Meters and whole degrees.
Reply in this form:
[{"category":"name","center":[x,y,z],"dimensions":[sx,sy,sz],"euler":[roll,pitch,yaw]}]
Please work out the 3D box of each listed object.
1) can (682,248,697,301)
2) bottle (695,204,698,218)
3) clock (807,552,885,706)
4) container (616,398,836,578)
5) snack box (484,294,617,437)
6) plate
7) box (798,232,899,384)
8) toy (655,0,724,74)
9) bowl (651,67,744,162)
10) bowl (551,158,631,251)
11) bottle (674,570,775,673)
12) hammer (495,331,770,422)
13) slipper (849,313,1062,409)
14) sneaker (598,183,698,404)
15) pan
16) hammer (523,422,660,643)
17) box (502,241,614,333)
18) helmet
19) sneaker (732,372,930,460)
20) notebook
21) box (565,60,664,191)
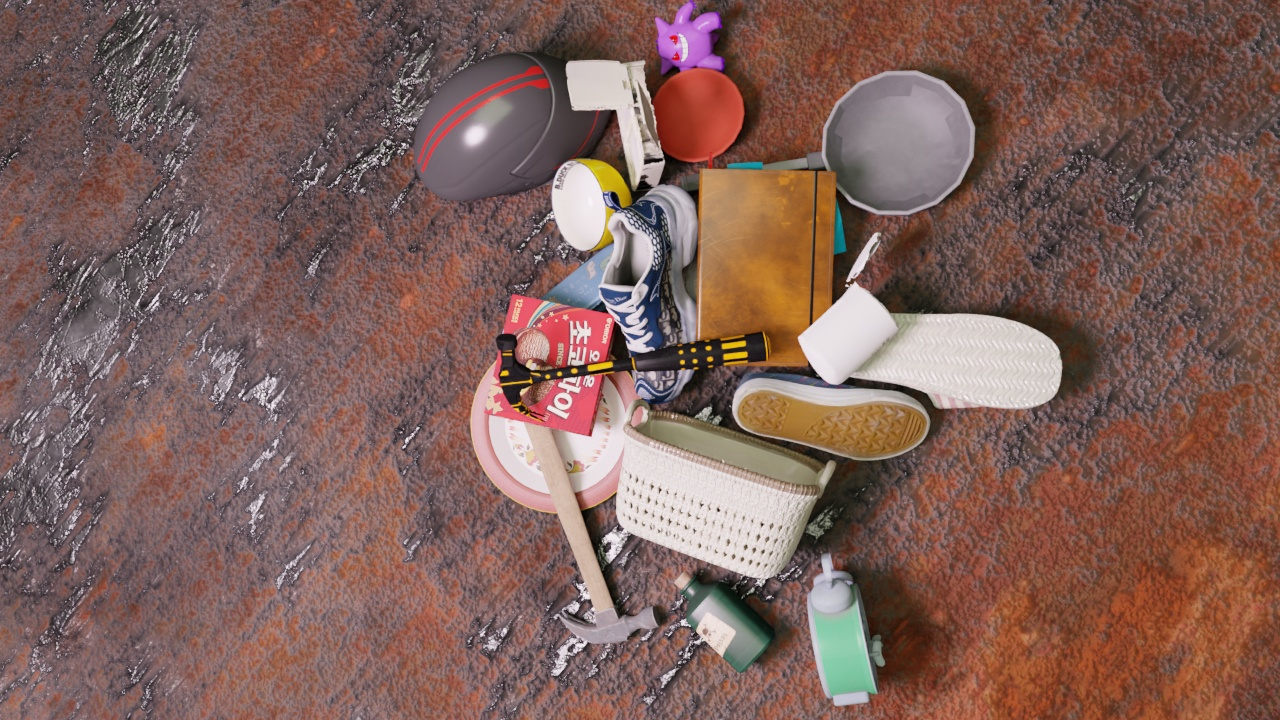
[{"category":"can","center":[0.120,-0.096,1.150],"dimensions":[0.130,0.044,0.130],"euler":[-1,86,13]},{"category":"bottle","center":[0.095,-0.181,1.166],"dimensions":[0.110,0.036,0.036],"euler":[1,86,13]},{"category":"clock","center":[0.233,0.301,1.052],"dimensions":[0.075,0.121,0.161],"euler":[-12,87,13]},{"category":"container","center":[0.089,0.148,1.076],"dimensions":[0.246,0.184,0.143],"euler":[17,100,15]},{"category":"snack box","center":[-0.111,0.007,1.149],"dimensions":[0.133,0.036,0.152],"euler":[12,83,6]},{"category":"plate","center":[-0.106,0.082,1.190],"dimensions":[0.230,0.021,0.230],"euler":[0,93,7]},{"category":"box","center":[0.248,-0.060,1.060],"dimensions":[0.162,0.084,0.112],"euler":[-40,82,3]},{"category":"toy","center":[0.062,-0.408,1.182],"dimensions":[0.088,0.055,0.106],"euler":[-3,119,8]},{"category":"bowl","center":[0.075,-0.311,1.181],"dimensions":[0.122,0.035,0.122],"euler":[-1,86,13]},{"category":"bowl","center":[-0.054,-0.202,1.178],"dimensions":[0.117,0.067,0.117],"euler":[26,124,45]},{"category":"bottle","center":[0.095,0.309,1.116],"dimensions":[0.131,0.061,0.061],"euler":[42,98,13]},{"category":"hammer","center":[-0.006,0.006,1.078],"dimensions":[0.320,0.036,0.123],"euler":[-7,123,1]},{"category":"slipper","center":[0.354,0.000,1.085],"dimensions":[0.263,0.052,0.115],"euler":[9,92,24]},{"category":"sneaker","center":[-0.002,-0.074,1.103],"dimensions":[0.103,0.132,0.269],"euler":[11,107,40]},{"category":"pan","center":[0.226,-0.248,1.138],"dimensions":[0.358,0.041,0.178],"euler":[-8,84,13]},{"category":"hammer","center":[-0.087,0.202,1.165],"dimensions":[0.119,0.030,0.331],"euler":[-21,90,12]},{"category":"box","center":[-0.093,-0.076,1.198],"dimensions":[0.210,0.049,0.066],"euler":[-36,76,8]},{"category":"helmet","center":[-0.174,-0.302,1.171],"dimensions":[0.265,0.169,0.164],"euler":[-28,80,10]},{"category":"sneaker","center":[0.224,0.060,1.103],"dimensions":[0.235,0.079,0.087],"euler":[8,113,-2]},{"category":"notebook","center":[0.157,-0.118,1.099],"dimensions":[0.178,0.014,0.249],"euler":[1,96,-3]},{"category":"box","center":[-0.025,-0.299,1.128],"dimensions":[0.095,0.185,0.145],"euler":[-14,76,11]}]
